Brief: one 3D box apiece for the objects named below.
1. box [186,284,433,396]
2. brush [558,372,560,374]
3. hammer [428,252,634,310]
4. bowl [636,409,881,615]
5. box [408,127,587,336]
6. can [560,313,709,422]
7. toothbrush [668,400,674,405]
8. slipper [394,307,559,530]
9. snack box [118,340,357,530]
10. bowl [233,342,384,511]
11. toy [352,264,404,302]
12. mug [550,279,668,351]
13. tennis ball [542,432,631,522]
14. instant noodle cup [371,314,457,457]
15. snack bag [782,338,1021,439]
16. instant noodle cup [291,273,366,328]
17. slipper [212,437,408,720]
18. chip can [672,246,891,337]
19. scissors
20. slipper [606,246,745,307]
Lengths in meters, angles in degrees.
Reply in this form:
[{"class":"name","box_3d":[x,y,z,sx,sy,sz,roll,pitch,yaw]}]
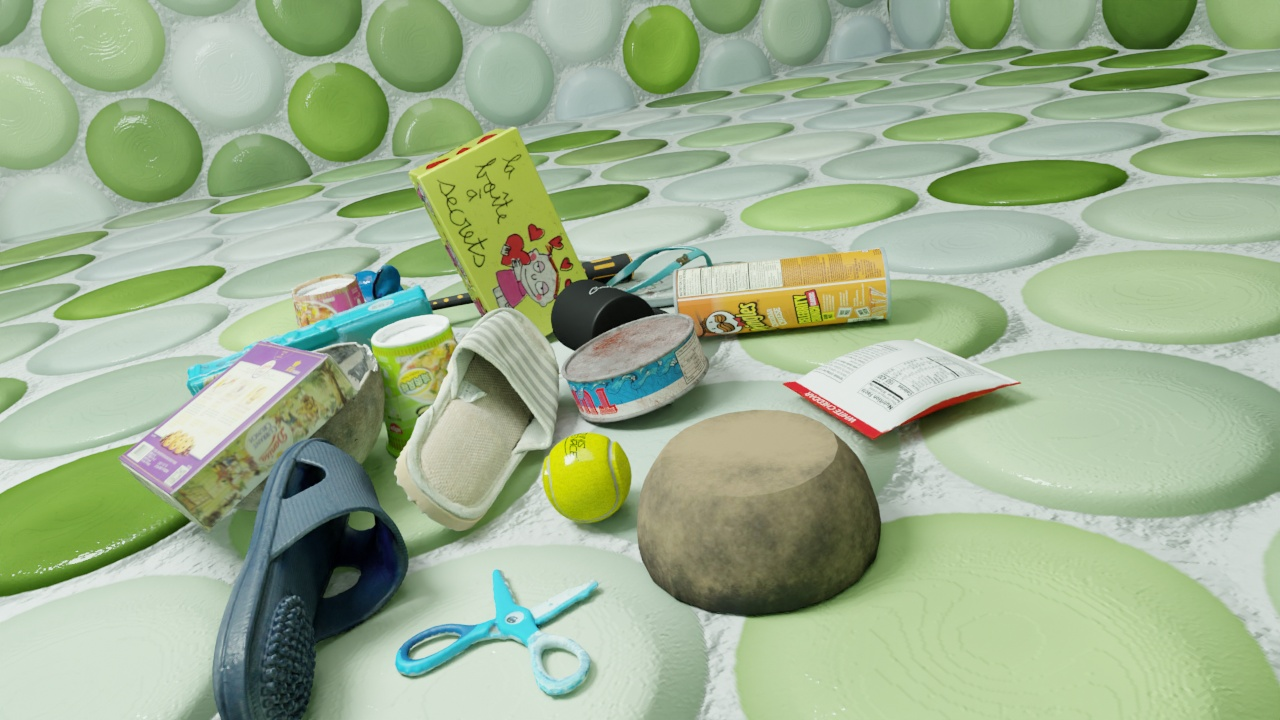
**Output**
[{"class":"box","box_3d":[-0.301,0.022,0.905,0.227,0.170,0.086,-21,69,-11]},{"class":"brush","box_3d":[-0.149,0.021,0.926,0.126,0.017,0.048,-11,30,-4]},{"class":"hammer","box_3d":[-0.157,-0.090,1.150,0.320,0.036,0.123,-13,-5,-17]},{"class":"bowl","box_3d":[0.075,0.090,0.609,0.162,0.070,0.162,-8,22,3]},{"class":"box","box_3d":[-0.151,-0.134,1.015,0.124,0.221,0.083,-30,27,-16]},{"class":"can","box_3d":[-0.005,0.005,0.844,0.130,0.044,0.129,-20,19,7]},{"class":"toothbrush","box_3d":[0.025,0.011,0.895,0.022,0.017,0.135,-9,20,2]},{"class":"slipper","box_3d":[-0.123,0.036,0.770,0.054,0.114,0.271,-32,21,27]},{"class":"snack box","box_3d":[-0.313,0.050,0.709,0.144,0.040,0.147,8,48,48]},{"class":"bowl","box_3d":[-0.283,0.069,0.776,0.179,0.081,0.178,-22,29,13]},{"class":"toy","box_3d":[-0.341,-0.084,1.175,0.113,0.071,0.176,-44,18,7]},{"class":"mug","box_3d":[-0.023,-0.040,0.959,0.113,0.078,0.088,-9,19,-31]},{"class":"tennis ball","box_3d":[-0.039,0.085,0.672,0.065,0.065,0.065,-8,23,3]},{"class":"instant noodle cup","box_3d":[-0.196,0.021,0.835,0.099,0.108,0.098,-9,22,3]},{"class":"snack bag","box_3d":[0.215,0.017,0.770,0.144,0.039,0.131,-17,23,-18]},{"class":"instant noodle cup","box_3d":[-0.337,-0.034,1.020,0.098,0.109,0.097,-8,23,3]},{"class":"slipper","box_3d":[-0.197,0.129,0.591,0.082,0.101,0.263,-11,26,-2]},{"class":"chip can","box_3d":[0.145,-0.069,0.956,0.215,0.075,0.075,-5,23,9]},{"class":"scissors","box_3d":[-0.085,0.168,0.564,0.139,0.011,0.134,-16,26,-14]},{"class":"slipper","box_3d":[0.006,-0.097,1.111,0.269,0.055,0.098,-12,25,-2]}]
